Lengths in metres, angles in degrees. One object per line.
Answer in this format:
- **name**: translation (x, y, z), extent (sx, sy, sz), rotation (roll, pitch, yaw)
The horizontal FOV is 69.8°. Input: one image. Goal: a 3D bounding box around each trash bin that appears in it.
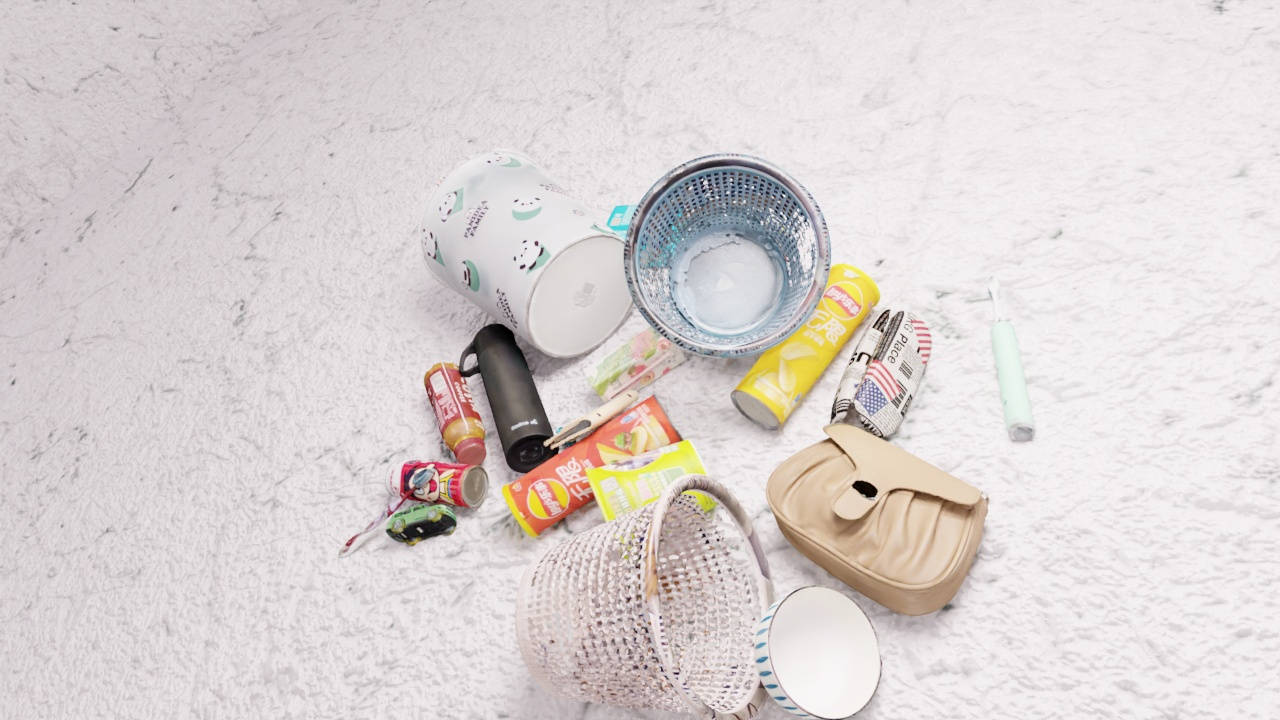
- **trash bin**: translation (-0.003, 0.238, 0.876), extent (0.193, 0.227, 0.226), rotation (-19, 44, 30)
- **trash bin**: translation (-0.149, -0.141, 1.278), extent (0.229, 0.230, 0.252), rotation (-42, 51, -11)
- **trash bin**: translation (0.105, -0.109, 1.091), extent (0.227, 0.195, 0.226), rotation (0, 86, 7)

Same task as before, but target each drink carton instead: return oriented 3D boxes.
- **drink carton**: translation (-0.007, 0.007, 1.178), extent (0.122, 0.053, 0.045), rotation (-32, 44, -1)

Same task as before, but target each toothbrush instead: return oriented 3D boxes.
- **toothbrush**: translation (-0.327, 0.195, 1.169), extent (0.188, 0.017, 0.016), rotation (-41, 60, 17)
- **toothbrush**: translation (0.397, -0.011, 0.997), extent (0.026, 0.027, 0.224), rotation (-1, 50, 10)

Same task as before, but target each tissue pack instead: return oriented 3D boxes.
- **tissue pack**: translation (0.001, -0.183, 1.345), extent (0.134, 0.050, 0.093), rotation (3, 55, 30)

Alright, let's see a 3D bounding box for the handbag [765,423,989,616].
- **handbag**: translation (0.227, 0.145, 0.897), extent (0.205, 0.100, 0.147), rotation (28, 65, 38)

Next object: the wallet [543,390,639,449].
- **wallet**: translation (-0.061, 0.074, 1.119), extent (0.087, 0.024, 0.114), rotation (-27, 3, 33)

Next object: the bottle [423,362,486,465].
- **bottle**: translation (-0.249, 0.074, 1.246), extent (0.057, 0.057, 0.174), rotation (-31, 44, -1)

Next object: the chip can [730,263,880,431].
- **chip can**: translation (0.196, -0.017, 1.080), extent (0.072, 0.072, 0.213), rotation (25, 67, 41)

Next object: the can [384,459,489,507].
- **can**: translation (-0.263, 0.157, 1.182), extent (0.133, 0.053, 0.053), rotation (1, 52, 29)

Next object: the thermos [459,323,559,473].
- **thermos**: translation (-0.182, 0.049, 1.225), extent (0.090, 0.068, 0.242), rotation (-25, 43, -4)

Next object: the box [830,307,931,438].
- **box**: translation (0.275, 0.015, 1.026), extent (0.088, 0.076, 0.162), rotation (26, 61, 14)

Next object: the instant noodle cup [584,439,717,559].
- **instant noodle cup**: translation (0.016, 0.146, 1.011), extent (0.123, 0.112, 0.111), rotation (-24, 44, -3)

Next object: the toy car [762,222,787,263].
- **toy car**: translation (0.175, -0.145, 1.231), extent (0.049, 0.031, 0.106), rotation (-10, 49, 20)

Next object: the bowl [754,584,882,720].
- **bowl**: translation (0.153, 0.269, 0.837), extent (0.066, 0.116, 0.116), rotation (-48, 16, 57)

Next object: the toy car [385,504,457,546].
- **toy car**: translation (-0.275, 0.204, 1.154), extent (0.091, 0.043, 0.036), rotation (-15, 46, 15)

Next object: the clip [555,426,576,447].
- **clip**: translation (-0.090, 0.102, 1.163), extent (0.014, 0.039, 0.056), rotation (-38, 36, -9)

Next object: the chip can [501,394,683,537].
- **chip can**: translation (-0.055, 0.125, 1.087), extent (0.216, 0.073, 0.073), rotation (-31, 44, -1)
